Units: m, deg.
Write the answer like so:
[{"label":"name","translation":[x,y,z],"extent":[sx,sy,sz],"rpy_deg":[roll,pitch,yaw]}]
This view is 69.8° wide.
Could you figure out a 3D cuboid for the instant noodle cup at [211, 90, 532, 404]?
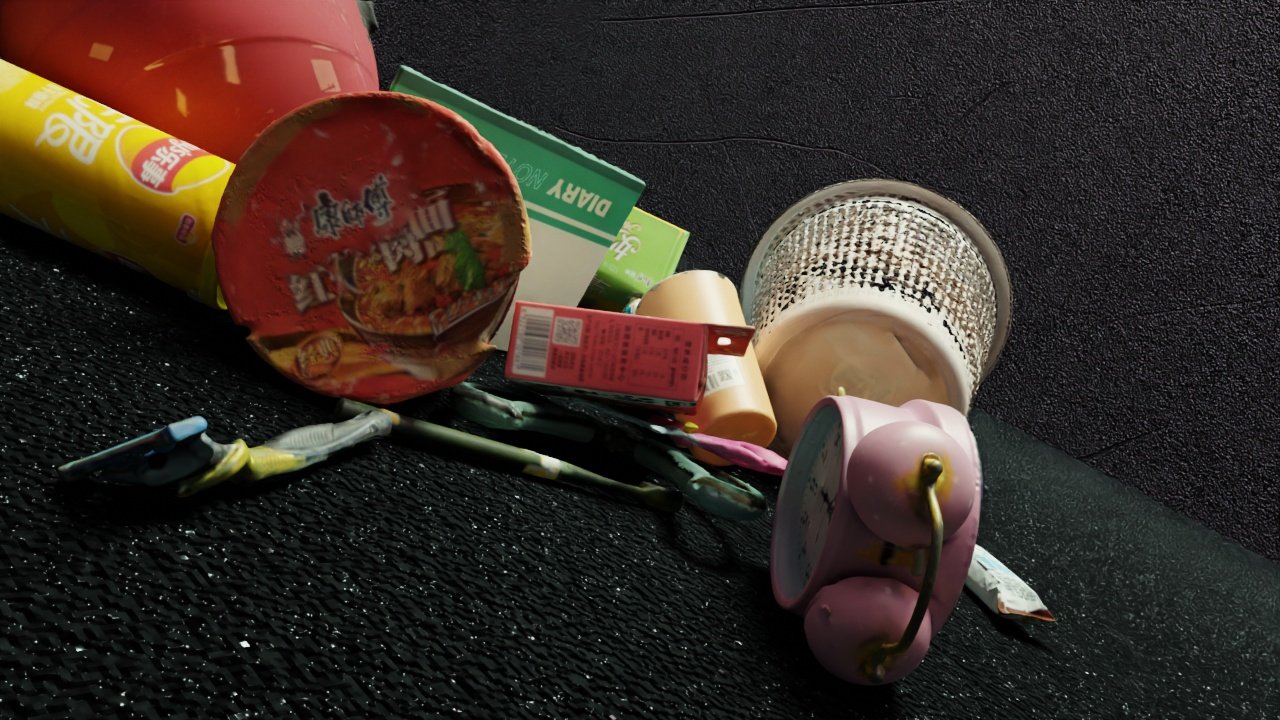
[{"label":"instant noodle cup","translation":[-0.121,-0.051,0.452],"extent":[0.138,0.138,0.108],"rpy_deg":[25,0,-3]}]

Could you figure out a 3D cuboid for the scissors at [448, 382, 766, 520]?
[{"label":"scissors","translation":[-0.024,0.042,0.485],"extent":[0.178,0.019,0.170],"rpy_deg":[19,3,-31]}]

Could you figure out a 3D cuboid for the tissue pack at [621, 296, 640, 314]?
[{"label":"tissue pack","translation":[0.024,-0.007,0.761],"extent":[0.090,0.063,0.140],"rpy_deg":[24,10,-10]}]

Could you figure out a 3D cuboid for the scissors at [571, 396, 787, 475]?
[{"label":"scissors","translation":[0.027,0.043,0.513],"extent":[0.135,0.017,0.133],"rpy_deg":[19,-2,13]}]

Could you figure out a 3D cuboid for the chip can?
[{"label":"chip can","translation":[-0.287,-0.100,0.443],"extent":[0.213,0.072,0.072],"rpy_deg":[25,10,-7]}]

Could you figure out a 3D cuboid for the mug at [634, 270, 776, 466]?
[{"label":"mug","translation":[0.047,0.007,0.627],"extent":[0.078,0.078,0.122],"rpy_deg":[19,37,-35]}]

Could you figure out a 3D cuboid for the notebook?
[{"label":"notebook","translation":[-0.099,-0.080,0.583],"extent":[0.208,0.150,0.012],"rpy_deg":[13,23,-51]}]

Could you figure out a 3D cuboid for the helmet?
[{"label":"helmet","translation":[-0.251,-0.161,0.543],"extent":[0.143,0.207,0.240],"rpy_deg":[64,1,38]}]

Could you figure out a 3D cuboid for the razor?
[{"label":"razor","translation":[-0.127,0.031,0.322],"extent":[0.043,0.022,0.142],"rpy_deg":[-17,-4,14]}]

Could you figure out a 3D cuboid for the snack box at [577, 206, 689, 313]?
[{"label":"snack box","translation":[-0.064,-0.107,0.878],"extent":[0.157,0.070,0.210],"rpy_deg":[24,-8,-13]}]

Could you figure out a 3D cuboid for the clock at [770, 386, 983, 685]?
[{"label":"clock","translation":[0.103,0.074,0.405],"extent":[0.060,0.117,0.158],"rpy_deg":[14,9,-5]}]

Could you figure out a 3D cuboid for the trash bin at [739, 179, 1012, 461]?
[{"label":"trash bin","translation":[0.173,-0.008,0.712],"extent":[0.227,0.228,0.191],"rpy_deg":[27,29,5]}]

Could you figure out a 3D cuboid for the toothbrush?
[{"label":"toothbrush","translation":[-0.056,0.047,0.439],"extent":[0.185,0.012,0.017],"rpy_deg":[20,6,-30]}]

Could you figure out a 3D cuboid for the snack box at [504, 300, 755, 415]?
[{"label":"snack box","translation":[-0.003,0.003,0.524],"extent":[0.127,0.044,0.113],"rpy_deg":[7,-7,5]}]

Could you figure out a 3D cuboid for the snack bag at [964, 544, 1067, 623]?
[{"label":"snack bag","translation":[0.229,0.144,0.603],"extent":[0.048,0.026,0.104],"rpy_deg":[16,13,-17]}]
